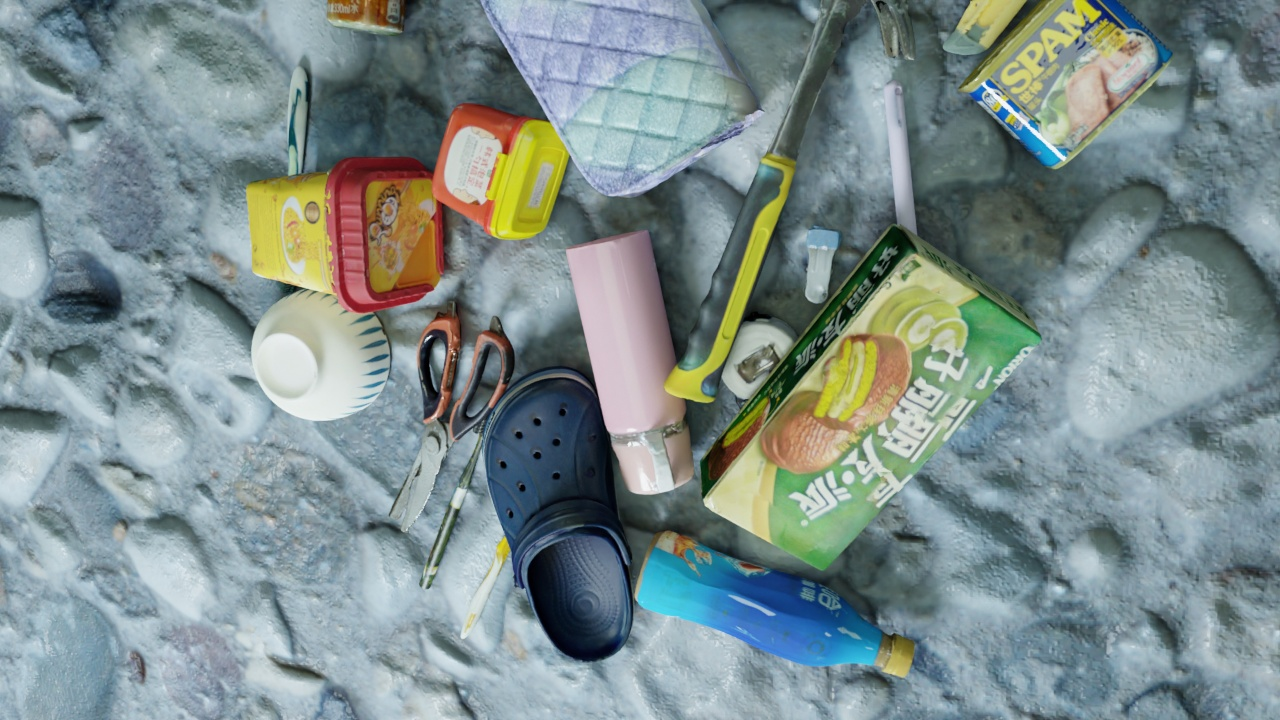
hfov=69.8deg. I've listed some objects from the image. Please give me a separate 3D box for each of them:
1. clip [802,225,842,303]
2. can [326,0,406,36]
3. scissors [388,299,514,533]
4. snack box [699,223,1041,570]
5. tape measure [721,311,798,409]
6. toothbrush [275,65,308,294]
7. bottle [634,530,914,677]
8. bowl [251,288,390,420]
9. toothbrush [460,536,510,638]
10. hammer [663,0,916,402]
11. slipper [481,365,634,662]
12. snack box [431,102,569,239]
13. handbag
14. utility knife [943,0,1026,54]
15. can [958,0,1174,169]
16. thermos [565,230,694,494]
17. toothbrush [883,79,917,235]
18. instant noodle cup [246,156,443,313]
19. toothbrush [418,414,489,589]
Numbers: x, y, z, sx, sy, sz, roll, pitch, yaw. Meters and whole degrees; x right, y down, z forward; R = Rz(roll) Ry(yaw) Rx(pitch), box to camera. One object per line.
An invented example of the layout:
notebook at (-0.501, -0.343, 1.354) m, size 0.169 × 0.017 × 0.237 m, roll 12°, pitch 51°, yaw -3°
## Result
clip at (0.134, -0.071, 0.684) m, size 0.026 × 0.041 × 0.058 m, roll 8°, pitch 106°, yaw 10°
can at (-0.201, -0.323, 0.685) m, size 0.058 × 0.057 × 0.147 m, roll 11°, pitch 106°, yaw 11°
scissors at (-0.178, 0.050, 0.784) m, size 0.206 × 0.015 × 0.197 m, roll -20°, pitch 89°, yaw 30°
snack box at (0.154, 0.031, 0.656) m, size 0.114 × 0.063 × 0.241 m, roll 31°, pitch 113°, yaw -14°
tape measure at (0.091, -0.001, 0.703) m, size 0.066 × 0.033 × 0.066 m, roll -33°, pitch 95°, yaw 19°
toothbrush at (-0.293, -0.148, 0.770) m, size 0.016 × 0.018 × 0.192 m, roll 12°, pitch 106°, yaw 11°
bottle at (0.106, 0.200, 0.729) m, size 0.219 × 0.065 × 0.065 m, roll 18°, pitch 106°, yaw 9°
bowl at (-0.280, -0.001, 0.776) m, size 0.116 × 0.066 × 0.116 m, roll 3°, pitch 103°, yaw 13°
toothbrush at (-0.125, 0.168, 0.805) m, size 0.018 × 0.016 × 0.192 m, roll 30°, pitch 108°, yaw 17°
hammer at (0.093, -0.119, 0.635) m, size 0.126 × 0.032 × 0.324 m, roll 10°, pitch 108°, yaw -29°
slipper at (-0.064, 0.134, 0.734) m, size 0.105 × 0.095 × 0.253 m, roll -11°, pitch 104°, yaw -4°
snack box at (-0.108, -0.146, 0.695) m, size 0.080 × 0.081 × 0.091 m, roll 25°, pitch 107°, yaw 17°
handbag at (-0.015, -0.223, 0.656) m, size 0.134 × 0.075 × 0.194 m, roll -29°, pitch 96°, yaw 14°
utility knife at (0.272, -0.287, 0.603) m, size 0.031 × 0.021 × 0.198 m, roll 34°, pitch 104°, yaw -2°
can at (0.277, -0.189, 0.601) m, size 0.083 × 0.057 × 0.102 m, roll 43°, pitch 109°, yaw -1°
thermos at (-0.004, 0.004, 0.700) m, size 0.067 × 0.087 × 0.198 m, roll -12°, pitch 99°, yaw -3°
toothbrush at (0.190, -0.105, 0.662) m, size 0.029 × 0.021 × 0.189 m, roll -11°, pitch 101°, yaw -23°
instant noodle cup at (-0.235, -0.103, 0.724) m, size 0.124 × 0.116 × 0.116 m, roll 7°, pitch 105°, yaw 23°
toothbrush at (-0.163, 0.124, 0.802) m, size 0.012 × 0.017 × 0.186 m, roll 29°, pitch 108°, yaw 19°
